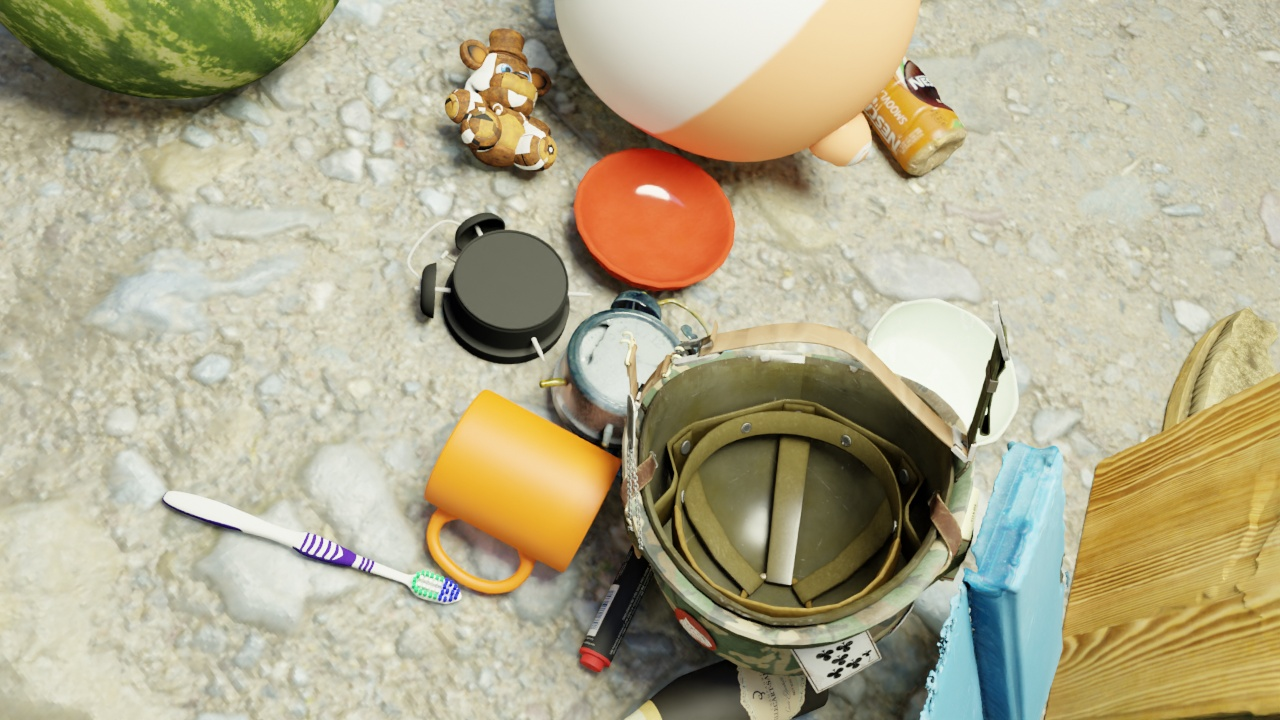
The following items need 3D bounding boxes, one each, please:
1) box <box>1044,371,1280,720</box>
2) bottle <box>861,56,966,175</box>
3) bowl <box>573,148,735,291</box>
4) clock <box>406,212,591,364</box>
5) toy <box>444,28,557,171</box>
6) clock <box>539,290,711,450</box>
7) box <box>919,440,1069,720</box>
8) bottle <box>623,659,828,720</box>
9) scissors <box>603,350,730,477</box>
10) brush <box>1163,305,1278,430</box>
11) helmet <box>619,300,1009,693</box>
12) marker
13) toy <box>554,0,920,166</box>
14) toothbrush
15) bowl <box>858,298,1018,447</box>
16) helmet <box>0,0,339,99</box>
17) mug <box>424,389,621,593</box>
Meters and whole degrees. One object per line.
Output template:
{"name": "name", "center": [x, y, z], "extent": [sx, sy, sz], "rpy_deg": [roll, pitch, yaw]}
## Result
{"name": "box", "center": [0.422, 0.164, 0.530], "extent": [0.220, 0.280, 0.258], "rpy_deg": [30, 62, 0]}
{"name": "bottle", "center": [0.212, -0.240, 0.794], "extent": [0.059, 0.059, 0.167], "rpy_deg": [-24, 72, -23]}
{"name": "bowl", "center": [0.008, -0.100, 0.691], "extent": [0.122, 0.035, 0.121], "rpy_deg": [5, 64, -11]}
{"name": "clock", "center": [-0.103, -0.053, 0.637], "extent": [0.121, 0.043, 0.091], "rpy_deg": [32, 62, 3]}
{"name": "toy", "center": [-0.104, -0.198, 0.695], "extent": [0.087, 0.067, 0.112], "rpy_deg": [15, 73, -34]}
{"name": "clock", "center": [-0.004, 0.004, 0.620], "extent": [0.090, 0.052, 0.129], "rpy_deg": [43, 57, 11]}
{"name": "box", "center": [0.198, 0.177, 0.513], "extent": [0.033, 0.232, 0.174], "rpy_deg": [15, 58, 34]}
{"name": "bottle", "center": [0.021, 0.212, 0.539], "extent": [0.184, 0.045, 0.045], "rpy_deg": [-13, 69, -19]}
{"name": "scissors", "center": [0.017, 0.034, 0.644], "extent": [0.137, 0.012, 0.127], "rpy_deg": [9, 63, -11]}
{"name": "brush", "center": [0.471, 0.026, 0.740], "extent": [0.059, 0.043, 0.194], "rpy_deg": [37, 61, 5]}
{"name": "helmet", "center": [0.084, 0.065, 0.510], "extent": [0.193, 0.237, 0.223], "rpy_deg": [7, 24, 10]}
{"name": "marker", "center": [-0.001, 0.129, 0.588], "extent": [0.023, 0.021, 0.144], "rpy_deg": [13, 58, 27]}
{"name": "toy", "center": [0.074, -0.272, 0.674], "extent": [0.280, 0.267, 0.262], "rpy_deg": [36, 41, -27]}
{"name": "toothbrush", "center": [-0.196, 0.112, 0.551], "extent": [0.186, 0.016, 0.015], "rpy_deg": [20, 62, -4]}
{"name": "bowl", "center": [0.206, 0.019, 0.668], "extent": [0.117, 0.061, 0.117], "rpy_deg": [5, 65, -11]}
{"name": "helmet", "center": [-0.309, -0.289, 0.590], "extent": [0.213, 0.246, 0.243], "rpy_deg": [39, 101, 27]}
{"name": "mug", "center": [-0.079, 0.089, 0.563], "extent": [0.096, 0.077, 0.112], "rpy_deg": [28, 86, 0]}
